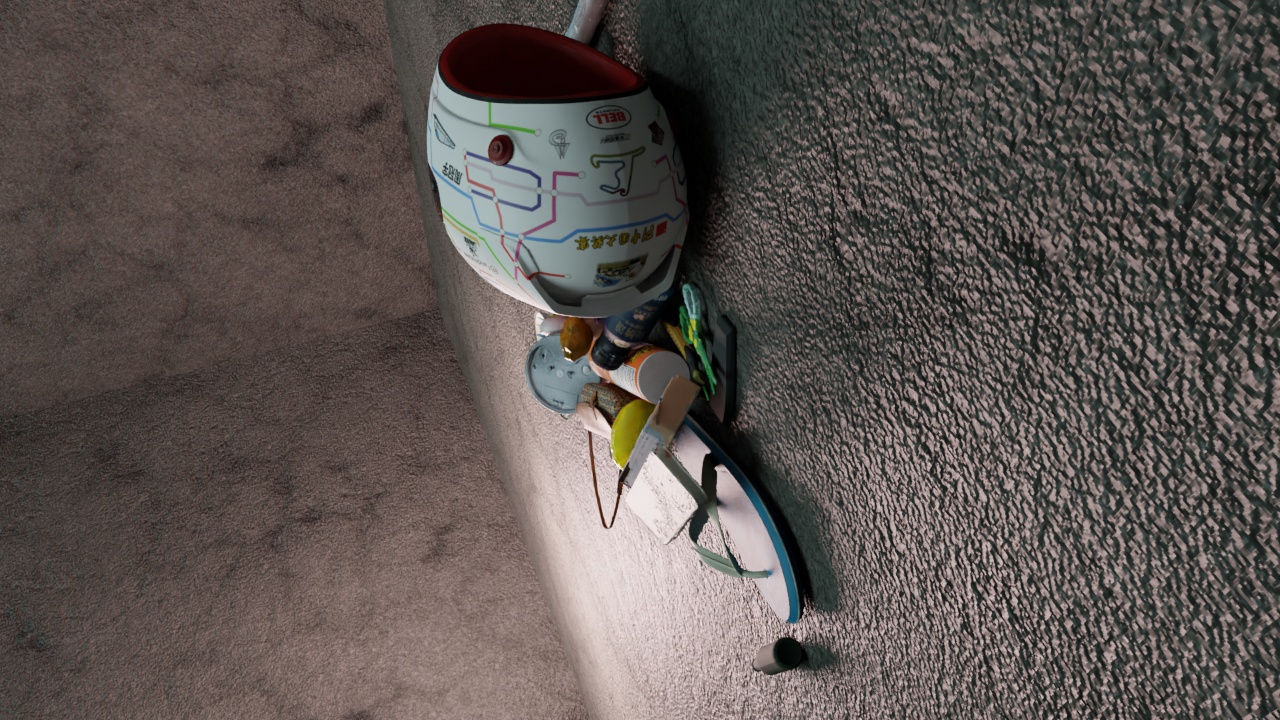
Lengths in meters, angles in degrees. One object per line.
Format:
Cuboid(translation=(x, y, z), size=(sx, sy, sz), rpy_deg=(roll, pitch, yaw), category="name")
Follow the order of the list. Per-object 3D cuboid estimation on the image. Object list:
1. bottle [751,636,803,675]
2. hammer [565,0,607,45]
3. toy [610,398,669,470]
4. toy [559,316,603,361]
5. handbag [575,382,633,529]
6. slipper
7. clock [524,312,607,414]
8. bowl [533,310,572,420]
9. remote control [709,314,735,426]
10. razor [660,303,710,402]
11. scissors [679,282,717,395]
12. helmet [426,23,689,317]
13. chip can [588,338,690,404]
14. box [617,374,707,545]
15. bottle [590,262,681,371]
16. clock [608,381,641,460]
Cuboid(translation=(0.141, 0.320, 0.981), size=(0.123, 0.033, 0.033), rpy_deg=(110, 141, -65), category="bottle")
Cuboid(translation=(-0.033, -0.371, 0.901), size=(0.327, 0.036, 0.140), rpy_deg=(155, 100, -74), category="hammer")
Cuboid(translation=(0.000, 0.094, 1.134), size=(0.041, 0.094, 0.095), rpy_deg=(12, 96, 48), category="toy")
Cuboid(translation=(-0.051, -0.078, 1.084), size=(0.133, 0.076, 0.175), rpy_deg=(56, -134, -55), category="toy")
Cuboid(translation=(-0.050, 0.126, 1.190), size=(0.094, 0.043, 0.196), rpy_deg=(18, 110, 53), category="handbag")
Cuboid(translation=(0.083, 0.156, 0.973), size=(0.294, 0.060, 0.118), rpy_deg=(-125, 28, -51), category="slipper")
Cuboid(translation=(-0.098, -0.004, 1.303), size=(0.058, 0.117, 0.158), rpy_deg=(-37, -41, -66), category="clock")
Cuboid(translation=(-0.108, 0.000, 1.441), size=(0.177, 0.070, 0.177), rpy_deg=(164, 90, -75), category="bowl")
Cuboid(translation=(0.083, 0.011, 0.918), size=(0.039, 0.010, 0.125), rpy_deg=(-123, 24, -45), category="remote control")
Cuboid(translation=(0.043, -0.020, 1.002), size=(0.144, 0.021, 0.044), rpy_deg=(63, 179, 32), category="razor")
Cuboid(translation=(0.062, -0.026, 0.927), size=(0.131, 0.013, 0.078), rpy_deg=(-110, 16, -45), category="scissors")
Cuboid(translation=(-0.087, -0.174, 0.902), size=(0.314, 0.230, 0.236), rpy_deg=(47, 143, 46), category="helmet")
Cuboid(translation=(-0.007, 0.007, 1.119), size=(0.210, 0.062, 0.062), rpy_deg=(-158, 53, -70), category="chip can")
Cuboid(translation=(0.034, 0.115, 0.991), size=(0.217, 0.094, 0.120), rpy_deg=(112, -176, -67), category="box")
Cuboid(translation=(-0.009, -0.051, 1.008), size=(0.161, 0.056, 0.056), rpy_deg=(-57, 48, 43), category="bottle")
Cuboid(translation=(-0.022, 0.085, 1.251), size=(0.157, 0.061, 0.110), rpy_deg=(-132, 30, -58), category="clock")
